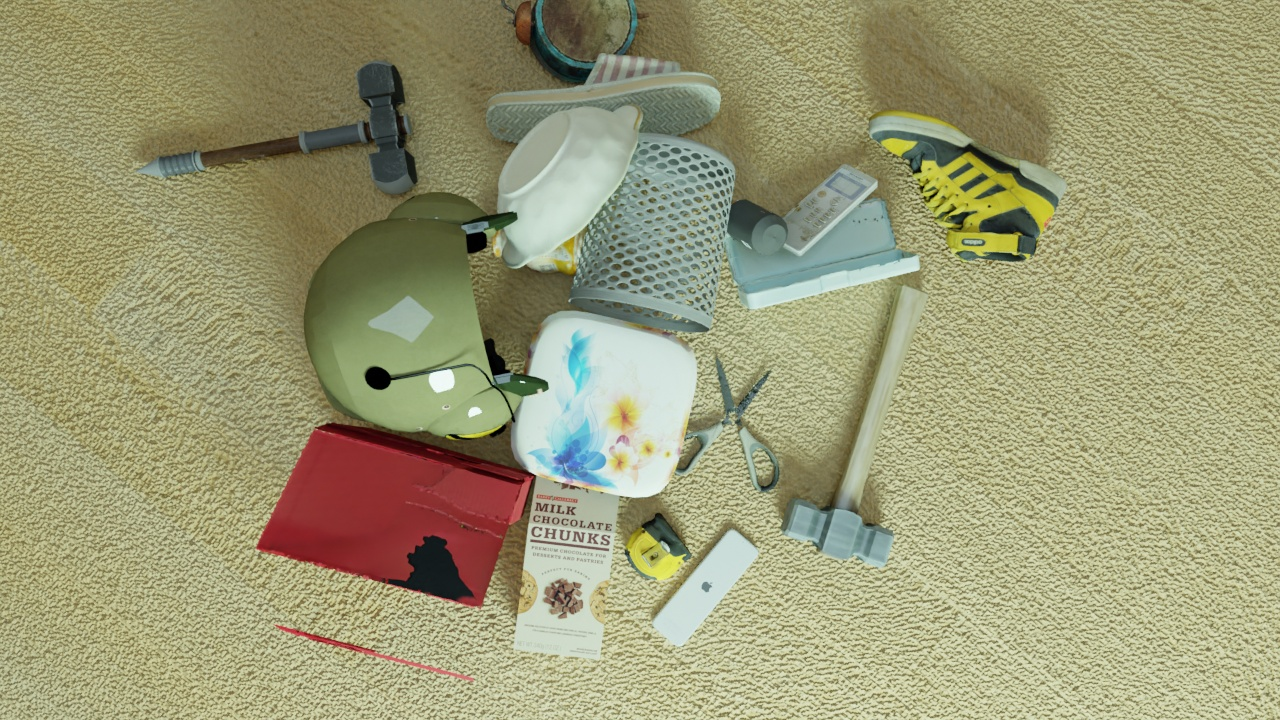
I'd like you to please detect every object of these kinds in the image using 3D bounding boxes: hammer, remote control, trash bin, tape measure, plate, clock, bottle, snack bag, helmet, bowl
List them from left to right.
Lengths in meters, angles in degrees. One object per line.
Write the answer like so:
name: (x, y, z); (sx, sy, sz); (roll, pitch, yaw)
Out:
hammer: (-0.424, -0.245, 1.059); (0.322, 0.043, 0.156); (-9, 88, 2)
helmet: (-0.222, -0.037, 0.934); (0.233, 0.256, 0.250); (-11, 87, -3)
bottle: (-0.113, -0.132, 1.045); (0.109, 0.063, 0.063); (7, 88, 13)
bowl: (-0.091, -0.201, 0.965); (0.060, 0.188, 0.219); (39, 91, -33)
clock: (-0.082, -0.390, 1.046); (0.157, 0.073, 0.121); (28, 89, -11)
snack bag: (-0.079, 0.217, 1.030); (0.094, 0.070, 0.206); (7, 88, 0)
plate: (-0.039, 0.047, 0.992); (0.187, 0.016, 0.187); (13, 89, -2)
tape measure: (0.017, 0.218, 1.047); (0.064, 0.037, 0.065); (-38, 89, -2)
trash bin: (0.017, -0.137, 1.002); (0.156, 0.156, 0.183); (12, 85, 0)
remote control: (0.075, 0.262, 1.061); (0.045, 0.008, 0.146); (40, 88, 1)
bottle: (0.122, -0.153, 1.027); (0.047, 0.112, 0.047); (-10, 118, -20)
remote control: (0.208, -0.173, 1.046); (0.135, 0.011, 0.050); (-42, 56, -16)
hammer: (0.265, 0.070, 1.051); (0.117, 0.051, 0.322); (19, 86, 0)

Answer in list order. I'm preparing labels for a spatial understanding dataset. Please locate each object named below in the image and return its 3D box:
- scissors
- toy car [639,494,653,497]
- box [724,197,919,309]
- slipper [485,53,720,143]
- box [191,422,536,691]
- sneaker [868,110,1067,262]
scissors: (0.107, 0.084, 1.064); (0.170, 0.012, 0.157); (-41, 91, -1)
toy car: (0.006, 0.111, 1.050); (0.042, 0.036, 0.091); (11, 87, -1)
box: (0.202, -0.120, 1.043); (0.197, 0.078, 0.122); (-14, 69, -2)
slipper: (-0.043, -0.293, 1.030); (0.263, 0.115, 0.052); (-5, 70, 1)
box: (-0.227, 0.137, 0.884); (0.211, 0.377, 0.124); (15, 104, -1)
sneaker: (0.352, -0.187, 1.036); (0.238, 0.086, 0.122); (21, 84, -3)
